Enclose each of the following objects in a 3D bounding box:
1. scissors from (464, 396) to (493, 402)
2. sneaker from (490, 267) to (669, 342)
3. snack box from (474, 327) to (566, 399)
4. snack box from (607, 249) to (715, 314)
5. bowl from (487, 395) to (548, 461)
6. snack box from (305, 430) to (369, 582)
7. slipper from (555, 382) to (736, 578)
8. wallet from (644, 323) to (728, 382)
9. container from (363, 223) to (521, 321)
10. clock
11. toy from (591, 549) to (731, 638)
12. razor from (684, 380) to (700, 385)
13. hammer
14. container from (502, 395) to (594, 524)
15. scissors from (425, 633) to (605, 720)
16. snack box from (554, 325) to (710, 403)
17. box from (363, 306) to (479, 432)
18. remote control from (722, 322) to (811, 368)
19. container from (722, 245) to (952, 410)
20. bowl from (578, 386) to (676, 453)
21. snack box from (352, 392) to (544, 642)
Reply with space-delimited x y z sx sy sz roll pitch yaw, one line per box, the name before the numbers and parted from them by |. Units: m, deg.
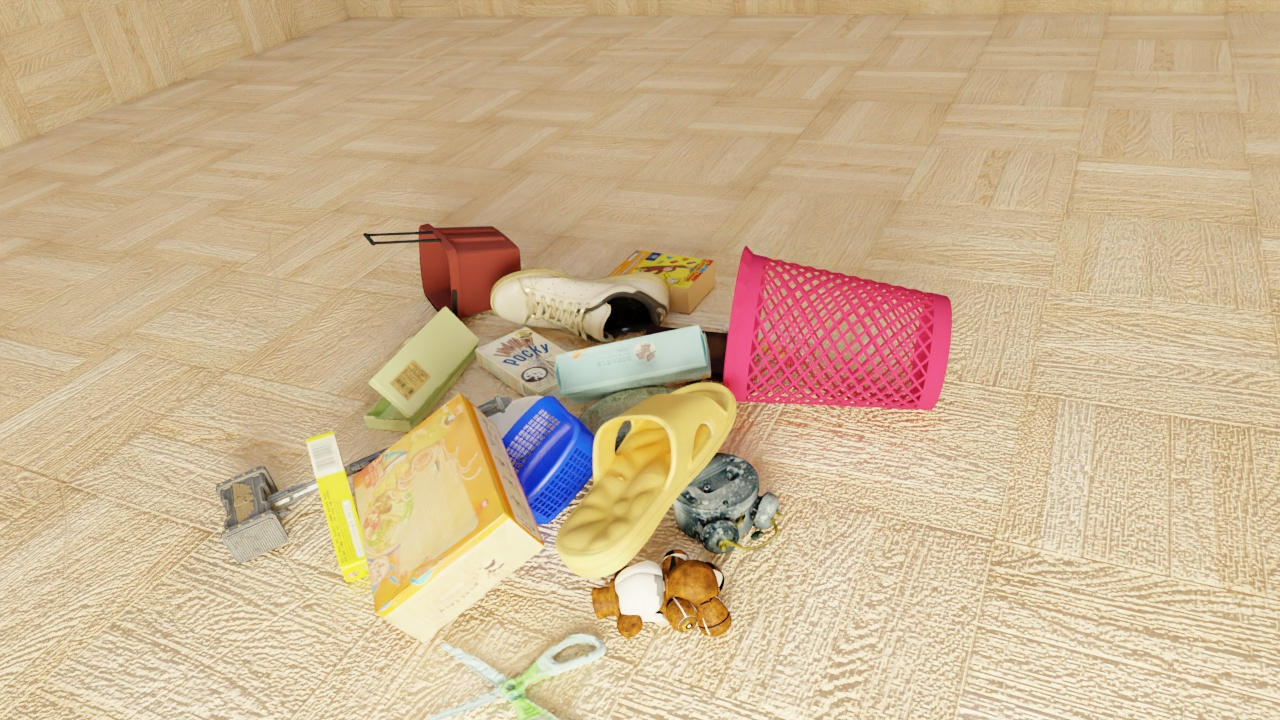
scissors | -0.217 0.074 1.066 0.126 0.015 0.135 -16 28 28
sneaker | -0.079 -0.063 1.217 0.241 0.089 0.102 -2 38 -2
snack box | -0.137 0.006 1.167 0.081 0.026 0.150 -28 39 -30
snack box | 0.031 -0.113 1.307 0.126 0.040 0.088 11 37 27
bowl | -0.145 0.085 1.020 0.110 0.040 0.109 -22 19 8
snack box | -0.299 0.143 0.911 0.029 0.040 0.148 -17 62 -18
slipper | 0.000 0.090 0.875 0.100 0.078 0.262 -2 35 37
wallet | 0.058 -0.013 1.136 0.116 0.018 0.091 10 35 9
container | -0.285 -0.129 1.315 0.200 0.127 0.148 -12 31 -27
clock | 0.080 0.140 0.889 0.090 0.052 0.129 -23 35 -24
toy | 0.017 0.204 0.798 0.113 0.067 0.087 -15 32 5
razor | 0.036 0.011 1.130 0.042 0.026 0.106 -29 42 -34
hammer | -0.289 0.107 0.993 0.321 0.044 0.098 -24 36 -15
container | -0.096 0.105 0.937 0.114 0.058 0.096 -50 40 1
scissors | -0.103 0.270 0.762 0.171 0.023 0.168 22 48 35
snack box | -0.006 0.006 1.065 0.175 0.053 0.075 -12 -12 7
box | -0.271 0.016 1.157 0.078 0.089 0.187 21 35 6
remote control | 0.158 -0.021 1.160 0.038 0.018 0.126 -32 41 -33
container | 0.217 -0.022 1.022 0.226 0.183 0.182 8 35 9
bowl | 0.005 0.088 0.998 0.157 0.039 0.157 -5 32 3
snack box | -0.184 0.147 0.871 0.145 0.080 0.195 -38 38 3
